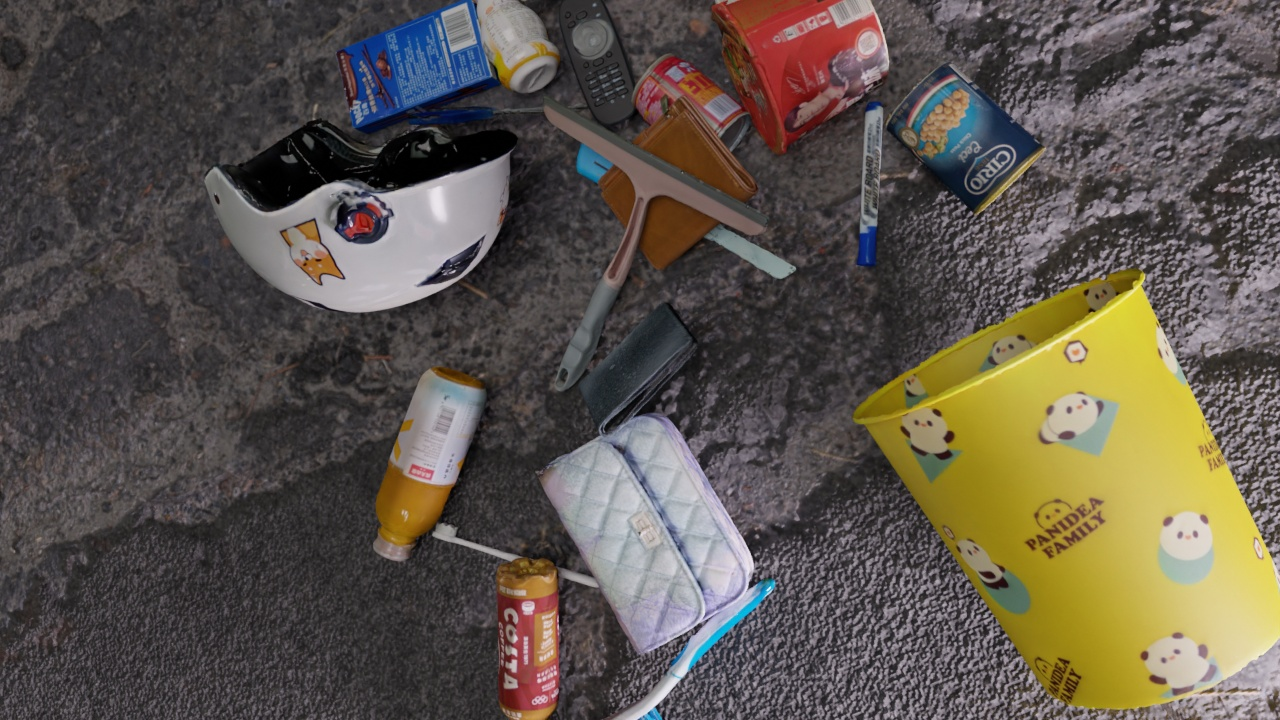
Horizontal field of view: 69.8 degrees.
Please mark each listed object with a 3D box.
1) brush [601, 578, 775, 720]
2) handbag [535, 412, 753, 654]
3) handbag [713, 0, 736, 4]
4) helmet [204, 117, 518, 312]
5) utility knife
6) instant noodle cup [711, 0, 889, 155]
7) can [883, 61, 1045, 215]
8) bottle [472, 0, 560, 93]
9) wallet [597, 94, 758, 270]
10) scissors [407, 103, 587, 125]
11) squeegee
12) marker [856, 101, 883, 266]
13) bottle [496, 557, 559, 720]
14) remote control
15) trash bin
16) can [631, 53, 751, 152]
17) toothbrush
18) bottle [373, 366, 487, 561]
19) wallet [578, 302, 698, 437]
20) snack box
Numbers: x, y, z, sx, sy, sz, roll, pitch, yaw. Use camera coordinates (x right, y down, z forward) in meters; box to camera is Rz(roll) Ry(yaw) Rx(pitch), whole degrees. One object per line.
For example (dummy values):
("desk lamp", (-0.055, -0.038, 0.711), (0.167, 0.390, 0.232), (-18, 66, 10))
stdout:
("brush", (0.016, 0.325, 0.843), (0.315, 0.060, 0.109), (-33, 78, 8))
("handbag", (0.006, 0.150, 0.834), (0.134, 0.075, 0.194), (-33, 81, 11))
("handbag", (0.080, -0.387, 0.832), (0.179, 0.063, 0.163), (-20, 81, 16))
("helmet", (-0.244, -0.126, 0.842), (0.274, 0.229, 0.157), (1, 116, 5))
("utility knife", (0.040, -0.139, 0.860), (0.238, 0.018, 0.034), (31, 96, 11))
("instant noodle cup", (0.139, -0.260, 0.782), (0.108, 0.138, 0.138), (-26, 83, 3))
("can", (0.271, -0.188, 0.773), (0.075, 0.075, 0.111), (-44, 79, 9))
("bottle", (-0.123, -0.313, 0.878), (0.063, 0.063, 0.108), (-30, 81, 11))
("wallet", (0.023, -0.160, 0.818), (0.131, 0.035, 0.119), (-36, 89, 43))
("scissors", (-0.142, -0.235, 0.870), (0.163, 0.163, 0.012), (13, 115, 40))
("squeegee", (-0.028, -0.078, 0.845), (0.248, 0.040, 0.250), (34, 117, 21))
("marker", (0.205, -0.157, 0.819), (0.017, 0.017, 0.146), (3, 90, 14))
("bottle", (-0.105, 0.277, 0.862), (0.057, 0.057, 0.175), (2, 98, 14))
("remote control", (-0.039, -0.287, 0.877), (0.053, 0.024, 0.136), (-21, 83, 14))
("trash bin", (0.325, 0.097, 0.690), (0.230, 0.229, 0.255), (-30, 88, 11))
("can", (0.045, -0.226, 0.834), (0.094, 0.066, 0.066), (43, 98, 10))
("toothbrush", (-0.121, 0.190, 0.895), (0.180, 0.016, 0.016), (15, 87, 14))
("bottle", (-0.209, 0.102, 0.891), (0.068, 0.068, 0.189), (23, 95, 13))
("wallet", (-0.005, 0.005, 0.835), (0.121, 0.097, 0.019), (-45, 119, 8))
("snack box", (-0.224, -0.294, 0.921), (0.157, 0.026, 0.084), (-16, 85, 13))
